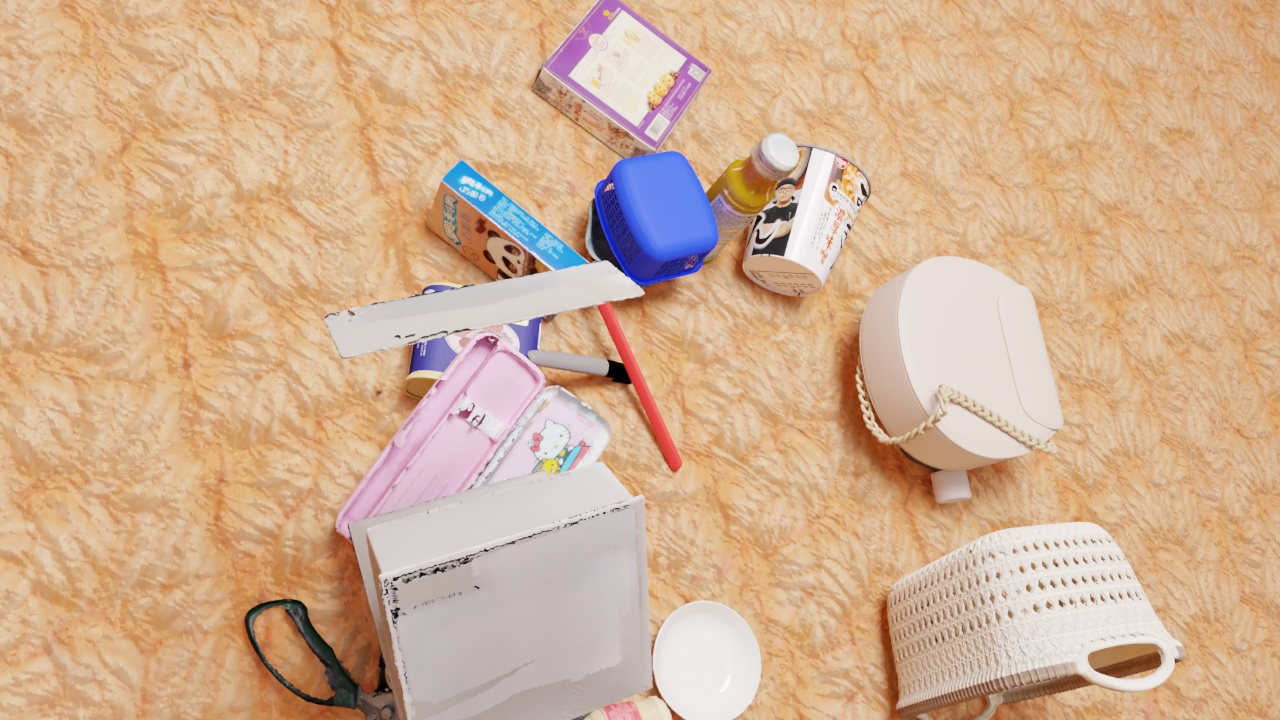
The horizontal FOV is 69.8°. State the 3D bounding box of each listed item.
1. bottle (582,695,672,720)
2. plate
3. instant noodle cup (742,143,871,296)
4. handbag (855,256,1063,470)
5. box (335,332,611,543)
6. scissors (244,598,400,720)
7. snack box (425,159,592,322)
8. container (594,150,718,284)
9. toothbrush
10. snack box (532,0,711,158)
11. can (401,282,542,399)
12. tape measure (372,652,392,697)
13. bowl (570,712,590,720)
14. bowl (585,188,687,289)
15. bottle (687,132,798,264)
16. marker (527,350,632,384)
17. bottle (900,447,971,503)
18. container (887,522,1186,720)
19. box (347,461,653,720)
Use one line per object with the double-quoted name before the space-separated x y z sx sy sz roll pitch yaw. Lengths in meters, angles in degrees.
"bottle" -0.029 0.303 0.752 0.109 0.044 0.044 -1 71 -24
"plate" 0.055 0.266 0.810 0.104 0.026 0.104 7 69 -20
"instant noodle cup" 0.166 -0.141 0.965 0.123 0.124 0.121 24 72 -13
"handbag" 0.328 0.001 0.926 0.208 0.104 0.210 2 71 -26
"box" -0.134 0.094 0.759 0.152 0.038 0.201 40 81 -23
"scissors" -0.211 0.225 0.694 0.202 0.015 0.201 18 63 2
"snack box" -0.122 -0.106 0.841 0.151 0.087 0.034 39 61 -6
"container" 0.018 -0.138 0.864 0.096 0.058 0.114 -16 77 -27
"toothbrush" -0.005 0.005 0.871 0.017 0.012 0.212 -29 96 -54
"snack box" -0.017 -0.302 0.985 0.148 0.041 0.143 35 61 -7
"can" -0.145 -0.011 0.814 0.116 0.057 0.092 11 66 -19
"tape measure" -0.175 0.246 0.717 0.061 0.034 0.061 13 65 -17
"bowl" -0.087 0.225 0.740 0.137 0.057 0.137 21 59 -42
"bowl" -0.010 -0.115 0.910 0.110 0.055 0.110 8 69 -20
"bottle" 0.090 -0.155 0.891 0.053 0.187 0.053 8 68 -20
"marker" -0.050 0.006 0.839 0.138 0.016 0.022 9 50 -49
"bottle" 0.319 0.065 0.984 0.083 0.046 0.173 2 70 -22
"container" 0.332 0.243 0.820 0.184 0.247 0.142 -1 62 -20
"box" -0.136 0.164 0.728 0.167 0.423 0.173 -13 94 -22
